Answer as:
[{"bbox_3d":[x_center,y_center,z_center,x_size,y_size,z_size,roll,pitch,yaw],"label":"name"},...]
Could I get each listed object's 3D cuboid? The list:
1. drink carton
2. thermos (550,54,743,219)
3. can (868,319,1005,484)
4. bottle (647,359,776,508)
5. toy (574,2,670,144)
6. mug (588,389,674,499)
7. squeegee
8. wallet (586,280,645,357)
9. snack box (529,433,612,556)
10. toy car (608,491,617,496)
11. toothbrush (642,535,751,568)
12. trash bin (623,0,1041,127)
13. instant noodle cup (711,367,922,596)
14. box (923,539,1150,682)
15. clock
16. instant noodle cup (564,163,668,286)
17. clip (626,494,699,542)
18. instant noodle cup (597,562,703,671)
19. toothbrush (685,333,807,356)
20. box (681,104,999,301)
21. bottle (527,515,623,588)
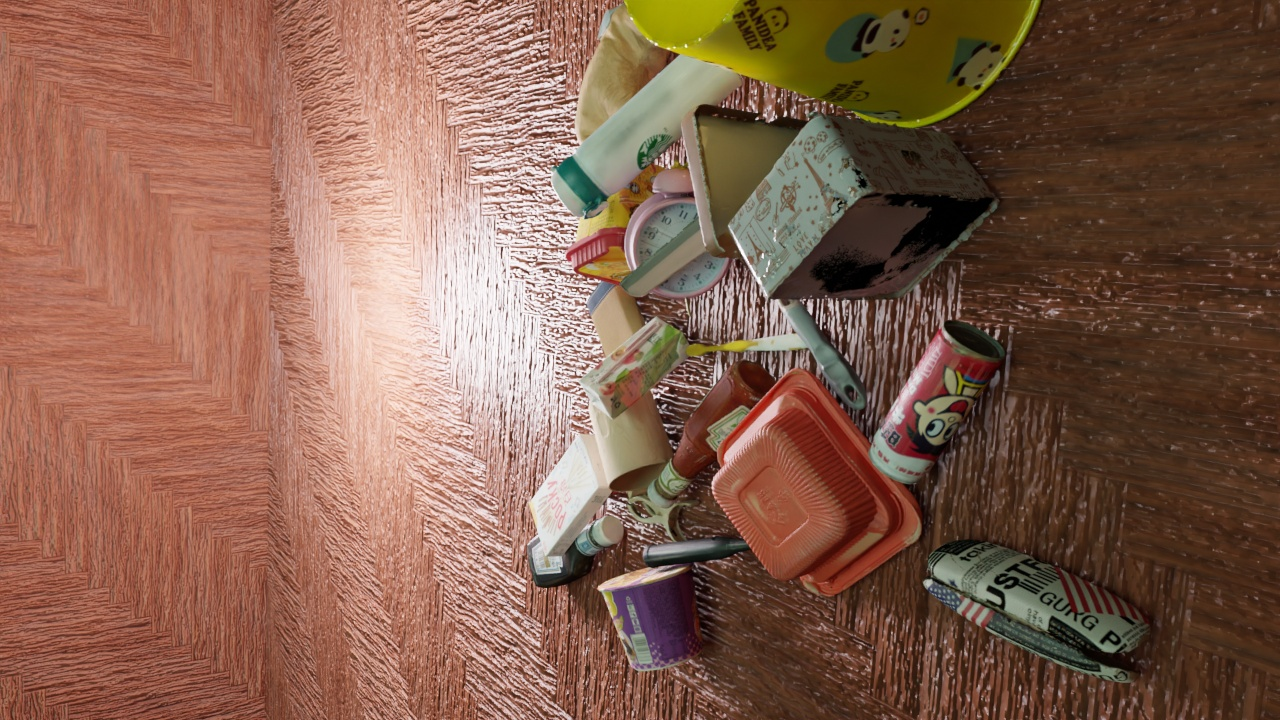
[{"bbox_3d":[-0.006,0.006,1.034,0.053,0.122,0.045,36,161,50],"label":"drink carton"},{"bbox_3d":[0.002,-0.240,0.966,0.224,0.073,0.073,-40,53,11],"label":"thermos"},{"bbox_3d":[0.238,0.036,0.746,0.053,0.053,0.133,52,131,40],"label":"can"},{"bbox_3d":[0.069,0.086,0.973,0.207,0.059,0.059,-55,49,36],"label":"bottle"},{"bbox_3d":[-0.033,-0.303,1.058,0.226,0.082,0.143,-67,17,4],"label":"toy"},{"bbox_3d":[-0.012,0.099,1.090,0.125,0.084,0.103,100,155,-63],"label":"mug"},{"bbox_3d":[0.141,-0.054,0.875,0.248,0.040,0.249,-38,70,15],"label":"squeegee"},{"bbox_3d":[-0.025,-0.046,1.133,0.090,0.033,0.115,-48,55,47],"label":"wallet"},{"bbox_3d":[-0.090,0.174,1.174,0.157,0.026,0.084,-54,44,34],"label":"snack box"},{"bbox_3d":[-0.055,0.147,1.178,0.106,0.031,0.049,-3,84,57],"label":"toy car"},{"bbox_3d":[0.083,0.198,0.976,0.213,0.026,0.027,-20,82,44],"label":"toothbrush"},{"bbox_3d":[0.138,-0.310,0.702,0.230,0.254,0.229,3,94,54],"label":"trash bin"},{"bbox_3d":[0.144,0.122,0.838,0.188,0.078,0.165,52,135,19],"label":"instant noodle cup"},{"bbox_3d":[0.283,0.194,0.679,0.164,0.074,0.081,22,118,50],"label":"box"},{"bbox_3d":[0.050,-0.135,0.949,0.158,0.117,0.059,-62,6,10],"label":"clock"},{"bbox_3d":[-0.016,-0.161,1.057,0.116,0.116,0.123,-19,64,53],"label":"instant noodle cup"},{"bbox_3d":[0.027,0.175,1.067,0.097,0.034,0.061,16,103,48],"label":"clip"},{"bbox_3d":[0.019,0.286,1.027,0.112,0.111,0.099,-21,84,53],"label":"instant noodle cup"},{"bbox_3d":[0.113,-0.015,0.954,0.192,0.018,0.016,-5,85,52],"label":"toothbrush"},{"bbox_3d":[0.150,-0.154,0.760,0.157,0.182,0.192,-49,56,43],"label":"box"},{"bbox_3d":[-0.087,0.249,1.220,0.195,0.044,0.079,-36,62,48],"label":"bottle"}]
